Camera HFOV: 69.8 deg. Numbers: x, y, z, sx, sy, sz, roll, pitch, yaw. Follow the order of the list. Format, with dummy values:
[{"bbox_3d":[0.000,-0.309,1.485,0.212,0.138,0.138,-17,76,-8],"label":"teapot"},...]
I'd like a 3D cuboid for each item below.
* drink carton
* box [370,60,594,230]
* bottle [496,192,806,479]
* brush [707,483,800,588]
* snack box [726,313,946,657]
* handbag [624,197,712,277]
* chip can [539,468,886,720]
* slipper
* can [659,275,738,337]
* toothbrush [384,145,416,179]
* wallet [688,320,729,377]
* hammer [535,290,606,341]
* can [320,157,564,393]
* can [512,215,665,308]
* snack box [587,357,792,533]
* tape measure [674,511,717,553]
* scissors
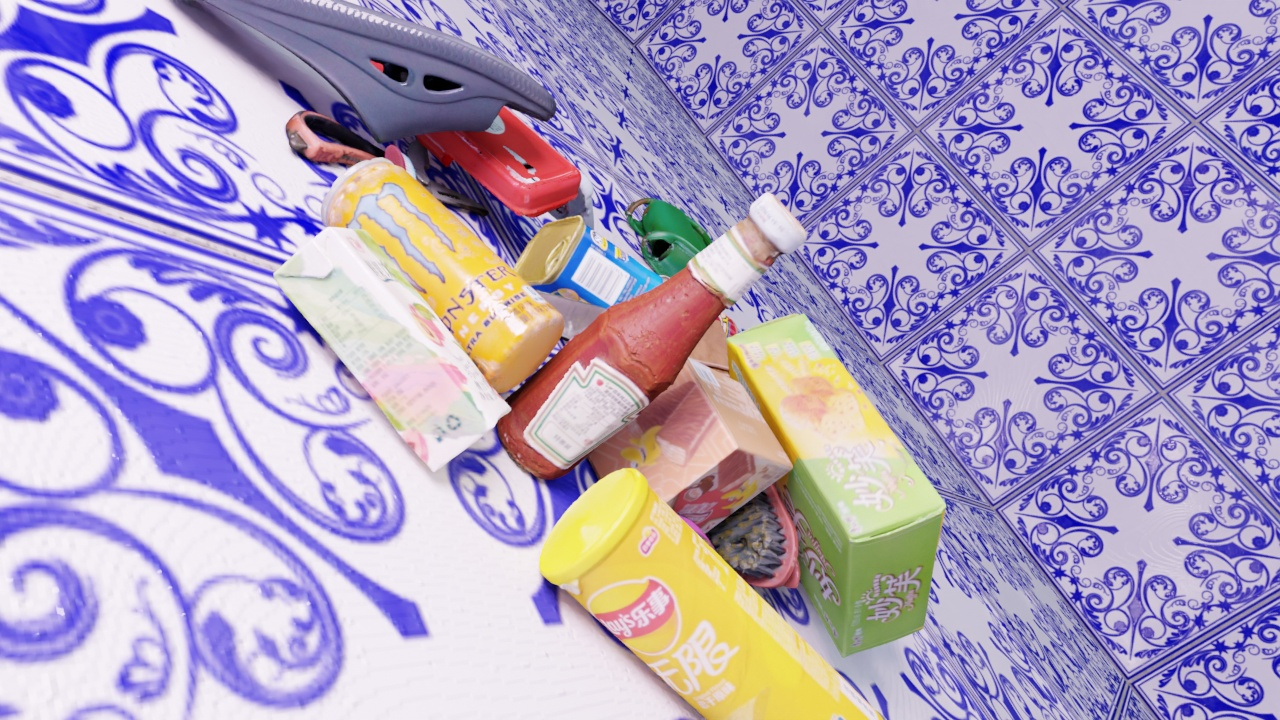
[{"bbox_3d":[-0.122,-0.006,0.456,0.122,0.045,0.053,50,7,-5],"label":"drink carton"},{"bbox_3d":[-0.124,-0.184,0.766,0.201,0.074,0.154,42,12,17],"label":"box"},{"bbox_3d":[0.005,-0.014,0.518,0.060,0.206,0.059,43,17,-17],"label":"bottle"},{"bbox_3d":[0.076,0.108,0.696,0.069,0.063,0.145,33,24,-49],"label":"brush"},{"bbox_3d":[0.137,0.089,0.689,0.210,0.070,0.158,-116,-169,-45],"label":"snack box"},{"bbox_3d":[0.039,-0.146,1.171,0.120,0.068,0.131,32,24,-27],"label":"handbag"},{"bbox_3d":[0.044,0.153,0.492,0.213,0.072,0.072,45,17,-14],"label":"chip can"},{"bbox_3d":[-0.192,-0.199,0.629,0.267,0.083,0.110,15,13,-26],"label":"slipper"},{"bbox_3d":[0.052,-0.045,0.985,0.132,0.053,0.053,29,26,-51],"label":"can"},{"bbox_3d":[-0.133,-0.064,0.573,0.017,0.016,0.187,29,34,-56],"label":"toothbrush"},{"bbox_3d":[0.037,-0.021,0.868,0.101,0.020,0.115,13,23,-14],"label":"wallet"},{"bbox_3d":[-0.004,0.004,0.696,0.126,0.032,0.323,16,-7,28],"label":"hammer"},{"bbox_3d":[-0.112,-0.049,0.517,0.146,0.058,0.058,42,14,13],"label":"can"},{"bbox_3d":[-0.041,-0.061,0.694,0.083,0.057,0.102,33,-11,-24],"label":"can"},{"bbox_3d":[0.032,0.063,0.618,0.092,0.094,0.077,25,30,-56],"label":"snack box"},{"bbox_3d":[0.024,0.122,0.565,0.058,0.039,0.057,33,24,-45],"label":"tape measure"},{"bbox_3d":[-0.170,-0.128,0.660,0.189,0.015,0.225,37,20,-38],"label":"scissors"}]
